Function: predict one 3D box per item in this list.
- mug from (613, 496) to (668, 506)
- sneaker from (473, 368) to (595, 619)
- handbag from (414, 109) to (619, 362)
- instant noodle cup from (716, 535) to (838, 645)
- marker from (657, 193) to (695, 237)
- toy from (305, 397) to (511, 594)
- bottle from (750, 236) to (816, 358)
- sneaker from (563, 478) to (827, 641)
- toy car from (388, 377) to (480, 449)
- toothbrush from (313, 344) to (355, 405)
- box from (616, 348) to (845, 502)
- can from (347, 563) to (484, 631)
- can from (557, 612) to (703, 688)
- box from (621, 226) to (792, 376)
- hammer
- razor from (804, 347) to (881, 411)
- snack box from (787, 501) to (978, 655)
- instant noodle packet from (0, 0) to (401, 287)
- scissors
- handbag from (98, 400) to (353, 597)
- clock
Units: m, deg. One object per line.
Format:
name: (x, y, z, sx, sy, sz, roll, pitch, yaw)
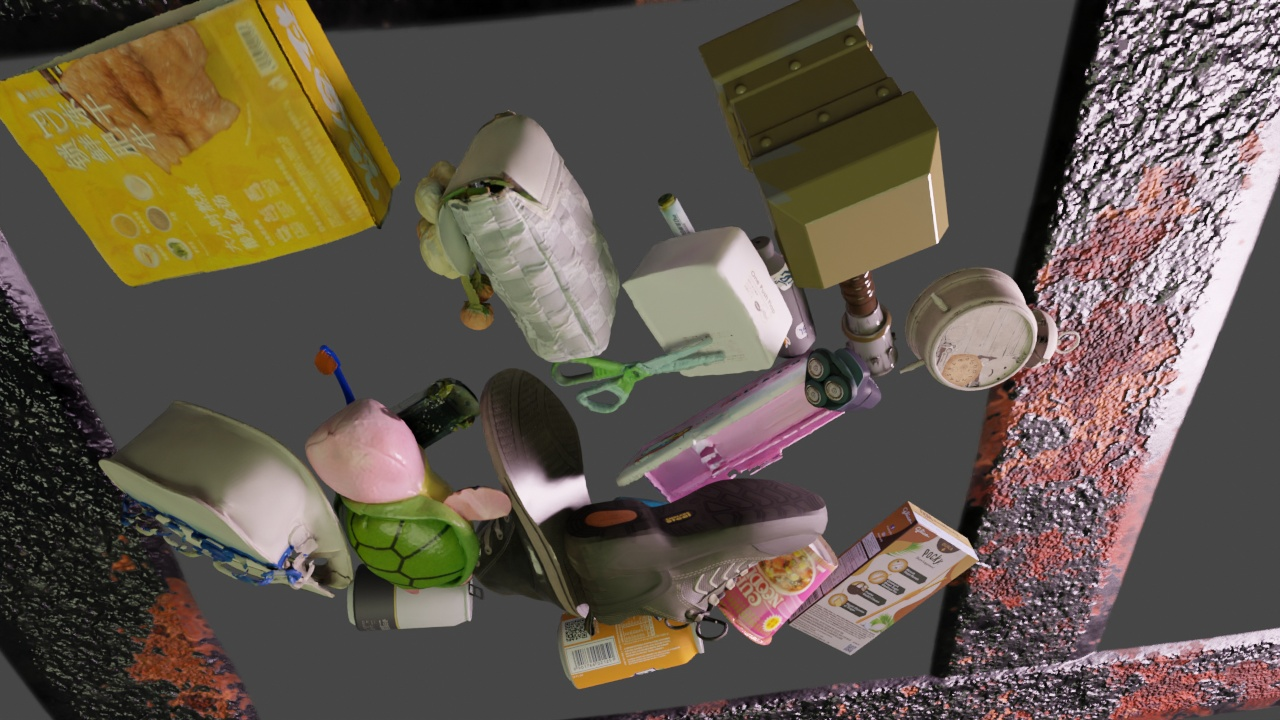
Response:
mug: (0.009, 0.182, 0.896, 0.104, 0.084, 0.112, 20, 150, -15)
sneaker: (-0.110, 0.121, 0.826, 0.120, 0.095, 0.235, -5, 116, 38)
handbag: (-0.090, -0.076, 0.674, 0.123, 0.112, 0.171, -17, 127, 17)
instant noodle cup: (0.136, 0.213, 0.924, 0.097, 0.097, 0.109, 37, 107, -28)
marker: (0.052, -0.075, 0.747, 0.017, 0.017, 0.146, -27, 124, 12)
toy: (-0.203, 0.128, 0.775, 0.190, 0.087, 0.239, 11, 136, 18)
bottle: (0.111, -0.052, 0.753, 0.047, 0.047, 0.112, -20, 126, 7)
sneaker: (0.055, 0.190, 0.798, 0.237, 0.101, 0.143, -7, 107, -15)
toy car: (-0.189, 0.050, 0.796, 0.105, 0.033, 0.048, -29, 125, 10)
toothbrush: (-0.246, 0.062, 0.806, 0.016, 0.018, 0.183, 3, 129, 21)
box: (0.080, 0.055, 0.816, 0.202, 0.073, 0.149, -32, 150, 15)
can: (-0.218, 0.230, 0.902, 0.127, 0.064, 0.064, -2, 126, -6)
can: (-0.011, 0.290, 0.963, 0.142, 0.079, 0.079, -15, 126, 3)
box: (0.057, -0.050, 0.724, 0.103, 0.076, 0.107, -6, 127, 42)
hammer: (0.155, -0.082, 0.684, 0.101, 0.190, 0.325, -22, 142, 8)
razor: (0.168, 0.020, 0.738, 0.052, 0.047, 0.142, -43, 157, 17)
snack box: (0.256, 0.239, 0.989, 0.101, 0.031, 0.186, 31, 116, -26)
instant noodle packet: (-0.302, -0.144, 0.623, 0.222, 0.084, 0.163, -14, 127, 10)
scissors: (-0.006, 0.004, 0.752, 0.176, 0.032, 0.078, -23, 121, 40)
handbag: (-0.335, 0.139, 0.760, 0.201, 0.092, 0.200, 11, 138, 32)
clock: (0.308, -0.020, 0.792, 0.157, 0.061, 0.104, 5, 125, -9)
